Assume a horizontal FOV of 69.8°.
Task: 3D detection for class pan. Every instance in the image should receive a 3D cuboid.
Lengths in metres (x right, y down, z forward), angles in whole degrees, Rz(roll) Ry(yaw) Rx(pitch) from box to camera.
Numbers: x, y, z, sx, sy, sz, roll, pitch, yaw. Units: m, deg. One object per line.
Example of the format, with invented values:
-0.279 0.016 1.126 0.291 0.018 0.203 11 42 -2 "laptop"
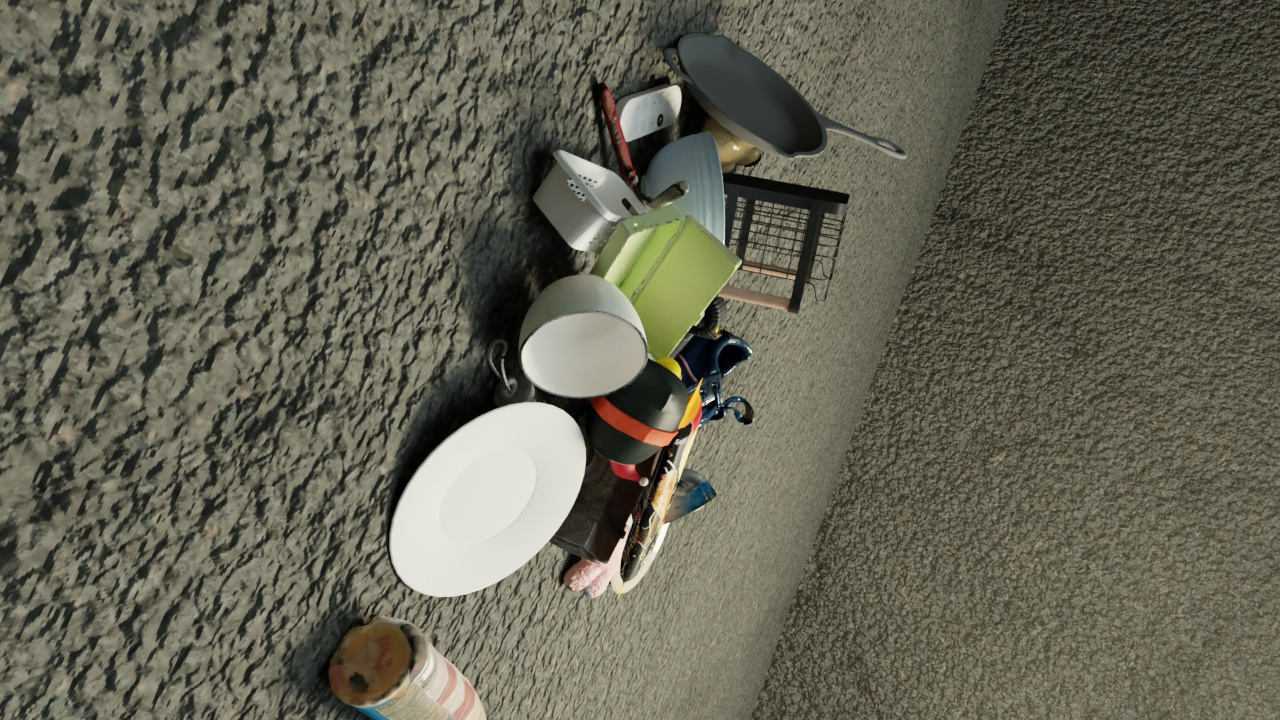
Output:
0.168 -0.270 1.018 0.354 0.216 0.024 10 136 -32 "pan"

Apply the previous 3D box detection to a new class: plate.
-0.138 0.127 0.842 0.208 0.015 0.209 -27 134 -31 "plate"
-0.004 0.234 1.292 0.188 0.027 0.189 -48 149 -44 "plate"

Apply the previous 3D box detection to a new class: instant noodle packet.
0.024 0.136 1.011 0.159 0.032 0.221 -48 157 -74 "instant noodle packet"

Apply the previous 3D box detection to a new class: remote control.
0.008 -0.256 0.946 0.136 0.013 0.043 -39 142 -53 "remote control"

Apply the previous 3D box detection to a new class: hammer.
-0.081 0.082 0.942 0.176 0.079 0.326 -64 151 -17 "hammer"

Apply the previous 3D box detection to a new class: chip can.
-0.199 0.305 0.834 0.079 0.080 0.230 -59 155 -27 "chip can"

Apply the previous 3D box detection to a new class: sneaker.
0.063 0.063 1.189 0.293 0.127 0.121 -51 149 -37 "sneaker"

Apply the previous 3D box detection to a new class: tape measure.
0.080 -0.063 1.197 0.038 0.067 0.063 -32 136 -57 "tape measure"

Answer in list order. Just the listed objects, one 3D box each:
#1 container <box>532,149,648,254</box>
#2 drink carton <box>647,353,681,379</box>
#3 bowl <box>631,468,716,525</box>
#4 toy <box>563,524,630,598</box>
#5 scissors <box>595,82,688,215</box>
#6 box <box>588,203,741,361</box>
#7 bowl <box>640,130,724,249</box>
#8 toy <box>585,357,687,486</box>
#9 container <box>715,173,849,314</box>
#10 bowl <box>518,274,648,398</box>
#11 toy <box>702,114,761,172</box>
-0.042 -0.137 0.837 0.050 0.080 0.129 -43 165 18 "container"
-0.006 0.006 1.048 0.048 0.076 0.125 -65 153 -14 "drink carton"
0.035 0.167 1.181 0.114 0.115 0.061 -25 94 -61 "bowl"
-0.050 0.249 1.156 0.108 0.053 0.105 35 85 -48 "toy"
0.005 -0.168 0.880 0.015 0.179 0.199 -30 126 -13 "scissors"
0.003 -0.072 0.875 0.189 0.130 0.064 125 -23 -55 "box"
0.040 -0.167 0.982 0.150 0.075 0.150 173 -88 -86 "bowl"
-0.010 0.053 0.896 0.097 0.099 0.119 24 105 -27 "toy"
0.167 -0.152 1.151 0.240 0.163 0.130 -45 146 -71 "container"
-0.053 -0.026 0.826 0.116 0.116 0.065 81 1 -49 "bowl"
0.101 -0.270 1.064 0.105 0.134 0.108 19 61 -46 "toy"
